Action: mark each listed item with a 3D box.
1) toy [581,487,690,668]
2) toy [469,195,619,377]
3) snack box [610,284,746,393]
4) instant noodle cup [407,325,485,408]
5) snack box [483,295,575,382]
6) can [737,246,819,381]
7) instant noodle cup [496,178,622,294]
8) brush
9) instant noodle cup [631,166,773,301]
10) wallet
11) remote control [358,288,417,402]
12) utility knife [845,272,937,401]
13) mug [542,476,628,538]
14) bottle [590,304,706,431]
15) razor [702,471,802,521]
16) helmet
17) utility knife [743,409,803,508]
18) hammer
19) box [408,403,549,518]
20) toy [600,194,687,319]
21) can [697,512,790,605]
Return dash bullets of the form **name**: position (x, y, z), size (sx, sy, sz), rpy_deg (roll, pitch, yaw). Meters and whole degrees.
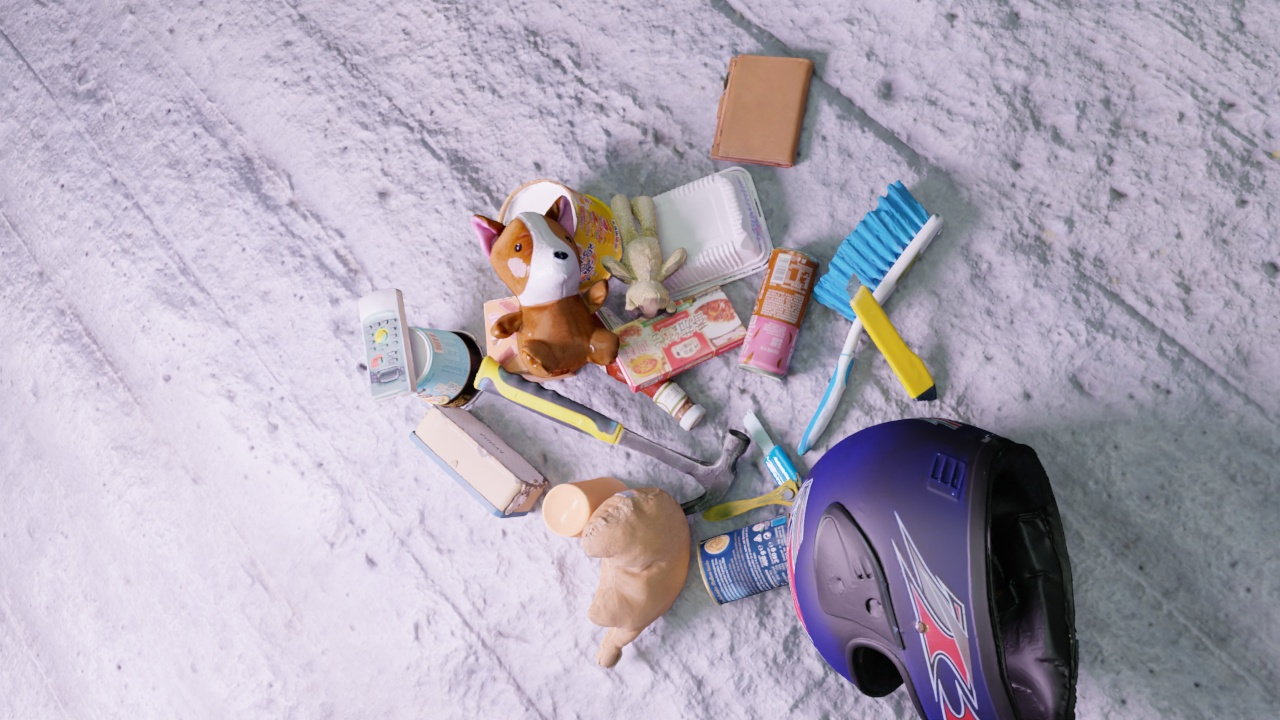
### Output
- **toy**: position (-0.004, 0.250, 1.038), size (0.082, 0.143, 0.226), rpy_deg (29, 125, 53)
- **toy**: position (-0.105, -0.080, 1.022), size (0.140, 0.131, 0.199), rpy_deg (-13, 87, -27)
- **snack box**: position (0.043, -0.027, 1.079), size (0.152, 0.025, 0.075), rpy_deg (-24, 72, -12)
- **instant noodle cup**: position (-0.271, 0.006, 1.167), size (0.111, 0.120, 0.111), rpy_deg (-3, 81, 19)
- **snack box**: position (-0.136, -0.025, 1.138), size (0.077, 0.092, 0.094), rpy_deg (-9, 80, 18)
- **can**: position (0.159, -0.054, 1.058), size (0.058, 0.058, 0.147), rpy_deg (17, 88, 21)
- **instant noodle cup**: position (-0.105, -0.157, 1.138), size (0.138, 0.109, 0.138), rpy_deg (-3, 81, 18)
- **brush**: position (0.236, -0.047, 1.036), size (0.109, 0.060, 0.315), rpy_deg (38, 99, 16)
- **instant noodle cup**: position (0.061, -0.155, 1.106), size (0.174, 0.060, 0.138), rpy_deg (-18, 77, 15)
- **wallet**: position (0.146, -0.303, 1.112), size (0.108, 0.031, 0.131), rpy_deg (10, 85, 17)
- **remote control**: position (-0.306, -0.019, 1.107), size (0.056, 0.019, 0.135), rpy_deg (-15, 78, 16)
- **utility knife**: position (0.273, -0.023, 1.004), size (0.033, 0.015, 0.170), rpy_deg (-35, 98, -1)
- **mug**: position (-0.063, 0.173, 1.070), size (0.078, 0.122, 0.078), rpy_deg (-3, 80, 19)
- **bottle**: position (-0.007, 0.006, 1.109), size (0.206, 0.059, 0.060), rpy_deg (42, 97, 14)
- **razor**: position (0.127, 0.164, 1.047), size (0.133, 0.028, 0.043), rpy_deg (-20, 81, 28)
- **helmet**: position (0.266, 0.215, 0.889), size (0.241, 0.246, 0.315), rpy_deg (-12, 81, 44)
- **utility knife**: position (0.173, 0.140, 1.047), size (0.034, 0.018, 0.198), rpy_deg (-39, 71, 21)
- **hammer**: position (-0.044, 0.082, 1.072), size (0.323, 0.031, 0.126), rpy_deg (23, 106, 3)
- **box**: position (-0.205, 0.120, 1.147), size (0.184, 0.089, 0.060), rpy_deg (35, 96, 22)
- **toy**: position (-0.001, -0.122, 1.064), size (0.105, 0.066, 0.157), rpy_deg (-3, 74, -23)
- **can**: position (0.129, 0.221, 1.021), size (0.111, 0.075, 0.075), rpy_deg (-21, 76, 15)
